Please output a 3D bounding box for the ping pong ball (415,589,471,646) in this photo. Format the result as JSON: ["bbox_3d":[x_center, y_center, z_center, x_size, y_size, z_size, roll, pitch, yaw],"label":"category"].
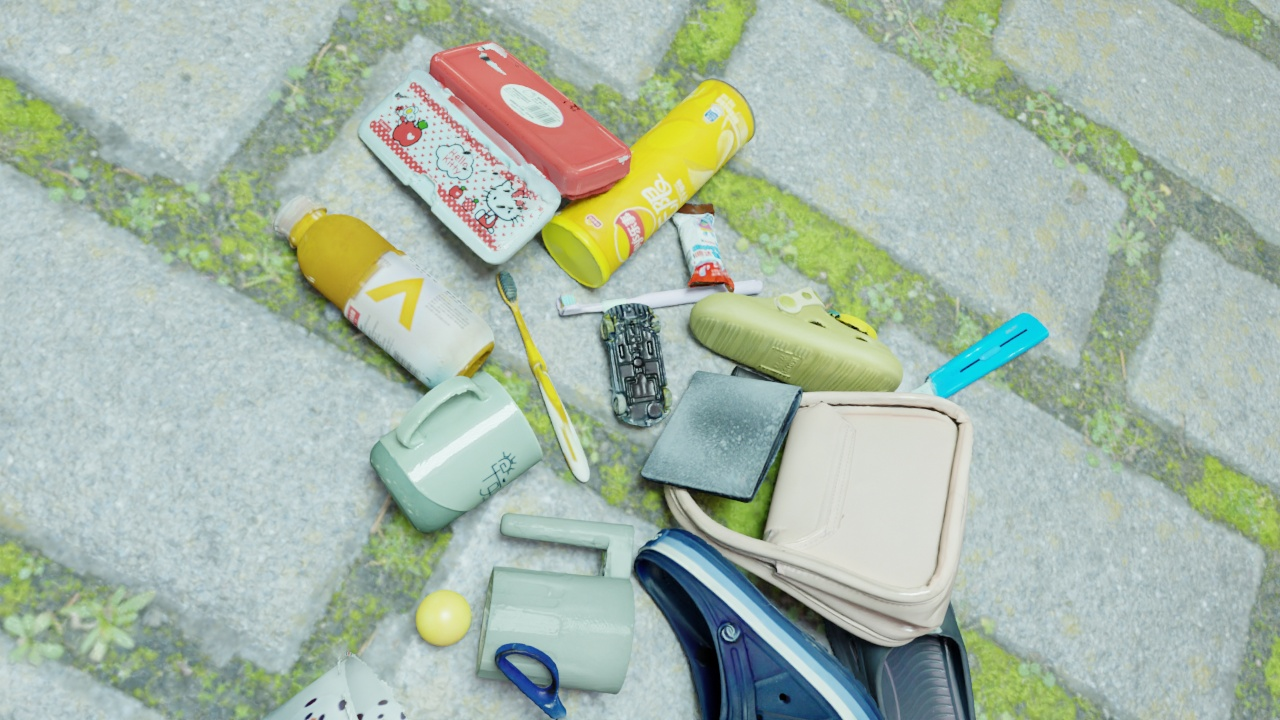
[{"bbox_3d":[-0.145,0.189,0.674,0.040,0.040,0.040,4,73,-14],"label":"ping pong ball"}]

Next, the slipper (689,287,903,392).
[{"bbox_3d":[0.138,-0.027,0.786,0.190,0.092,0.081,20,68,-5],"label":"slipper"}]

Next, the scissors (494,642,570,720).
[{"bbox_3d":[-0.064,0.258,0.652,0.176,0.012,0.162,-10,120,3],"label":"scissors"}]

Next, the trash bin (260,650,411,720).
[{"bbox_3d":[-0.224,0.336,0.523,0.251,0.230,0.229,-31,84,-14],"label":"trash bin"}]

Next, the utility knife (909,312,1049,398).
[{"bbox_3d":[0.306,0.007,0.857,0.191,0.018,0.034,-29,84,-19],"label":"utility knife"}]

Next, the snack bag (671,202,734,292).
[{"bbox_3d":[0.054,-0.100,0.810,0.045,0.026,0.105,-4,56,-12],"label":"snack bag"}]

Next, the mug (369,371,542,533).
[{"bbox_3d":[-0.141,0.062,0.675,0.106,0.112,0.082,-34,55,-19],"label":"mug"}]

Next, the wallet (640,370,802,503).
[{"bbox_3d":[0.065,0.058,0.735,0.097,0.019,0.120,8,48,30],"label":"wallet"}]

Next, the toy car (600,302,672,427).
[{"bbox_3d":[-0.005,0.004,0.768,0.049,0.031,0.105,-7,82,-15],"label":"toy car"}]

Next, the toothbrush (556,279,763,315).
[{"bbox_3d":[0.021,-0.057,0.801,0.189,0.029,0.021,-7,116,-18],"label":"toothbrush"}]

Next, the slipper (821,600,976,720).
[{"bbox_3d":[0.221,0.235,0.736,0.110,0.083,0.268,-9,78,-19],"label":"slipper"}]

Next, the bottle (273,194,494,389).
[{"bbox_3d":[-0.201,-0.055,0.714,0.189,0.068,0.067,41,69,-1],"label":"bottle"}]

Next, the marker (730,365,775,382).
[{"bbox_3d":[0.140,0.038,0.802,0.132,0.022,0.020,23,107,-7],"label":"marker"}]

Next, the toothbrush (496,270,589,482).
[{"bbox_3d":[-0.080,0.011,0.754,0.016,0.018,0.191,-20,80,-17],"label":"toothbrush"}]

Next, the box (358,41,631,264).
[{"bbox_3d":[-0.122,-0.181,0.752,0.160,0.060,0.201,-38,64,-20],"label":"box"}]

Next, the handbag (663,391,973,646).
[{"bbox_3d":[0.134,0.103,0.725,0.234,0.093,0.192,13,49,12],"label":"handbag"}]

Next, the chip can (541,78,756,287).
[{"bbox_3d":[0.011,-0.156,0.798,0.072,0.072,0.213,44,68,1],"label":"chip can"}]

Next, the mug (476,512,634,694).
[{"bbox_3d":[-0.061,0.178,0.679,0.103,0.084,0.123,9,69,-10],"label":"mug"}]

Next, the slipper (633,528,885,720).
[{"bbox_3d":[0.080,0.235,0.674,0.095,0.105,0.253,-37,76,-24],"label":"slipper"}]
